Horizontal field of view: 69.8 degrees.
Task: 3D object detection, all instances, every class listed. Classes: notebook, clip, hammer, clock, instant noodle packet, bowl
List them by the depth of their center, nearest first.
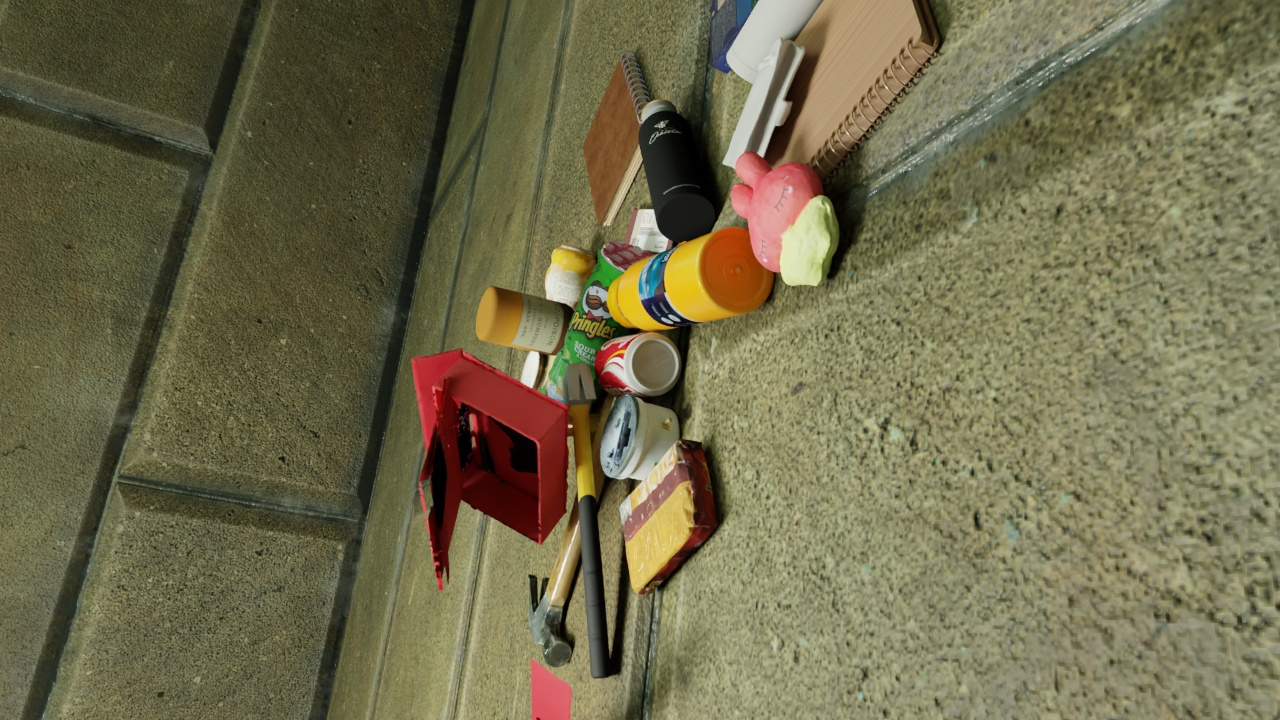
[{"bbox_3d":[0.156,-0.227,0.759,0.211,0.022,0.168,129,148,-46],"label":"notebook"},{"bbox_3d":[0.023,0.143,0.829,0.136,0.039,0.098,-55,29,39],"label":"instant noodle packet"},{"bbox_3d":[-0.007,0.078,0.917,0.118,0.057,0.083,-176,99,-68],"label":"clock"},{"bbox_3d":[-0.054,0.156,0.939,0.127,0.029,0.323,108,157,-69],"label":"hammer"},{"bbox_3d":[-0.065,0.166,1.043,0.132,0.033,0.330,-145,72,-68],"label":"hammer"},{"bbox_3d":[-0.064,0.087,1.078,0.044,0.054,0.050,-100,3,-77],"label":"clip"},{"bbox_3d":[-0.118,0.022,1.215,0.145,0.063,0.145,15,89,69],"label":"bowl"},{"bbox_3d":[-0.031,-0.310,1.267,0.225,0.024,0.168,-102,32,-48],"label":"notebook"}]

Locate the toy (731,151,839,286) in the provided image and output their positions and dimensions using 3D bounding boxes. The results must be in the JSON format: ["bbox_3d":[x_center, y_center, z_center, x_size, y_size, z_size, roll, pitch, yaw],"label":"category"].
[{"bbox_3d":[0.113,-0.115,0.731,0.135,0.045,0.092,57,142,37],"label":"toy"}]

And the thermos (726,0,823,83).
[{"bbox_3d":[0.152,-0.345,0.801,0.225,0.052,0.052,125,150,-42],"label":"thermos"}]

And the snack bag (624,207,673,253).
[{"bbox_3d":[0.012,-0.153,1.075,0.158,0.013,0.057,-158,81,-68],"label":"snack bag"}]

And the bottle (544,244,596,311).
[{"bbox_3d":[-0.100,-0.101,1.251,0.063,0.063,0.109,22,97,68],"label":"bottle"}]

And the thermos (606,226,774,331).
[{"bbox_3d":[0.043,-0.073,0.882,0.076,0.091,0.233,64,158,-7],"label":"thermos"}]

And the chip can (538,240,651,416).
[{"bbox_3d":[-0.052,-0.028,1.074,0.075,0.075,0.224,-106,36,-52],"label":"chip can"}]

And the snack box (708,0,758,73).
[{"bbox_3d":[0.105,-0.392,0.982,0.082,0.027,0.150,-41,41,53],"label":"snack box"}]

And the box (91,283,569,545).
[{"bbox_3d":[-0.326,0.074,0.970,0.216,0.511,0.140,98,-173,-51],"label":"box"}]

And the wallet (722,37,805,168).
[{"bbox_3d":[0.110,-0.221,0.805,0.086,0.032,0.116,-103,31,-71],"label":"wallet"}]

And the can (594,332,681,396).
[{"bbox_3d":[-0.006,0.006,0.949,0.105,0.064,0.064,175,108,-67],"label":"can"}]

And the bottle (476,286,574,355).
[{"bbox_3d":[-0.118,-0.042,1.131,0.068,0.156,0.067,-39,45,54],"label":"bottle"}]

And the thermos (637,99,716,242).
[{"bbox_3d":[0.033,-0.221,1.002,0.231,0.061,0.061,-100,32,-46],"label":"thermos"}]
